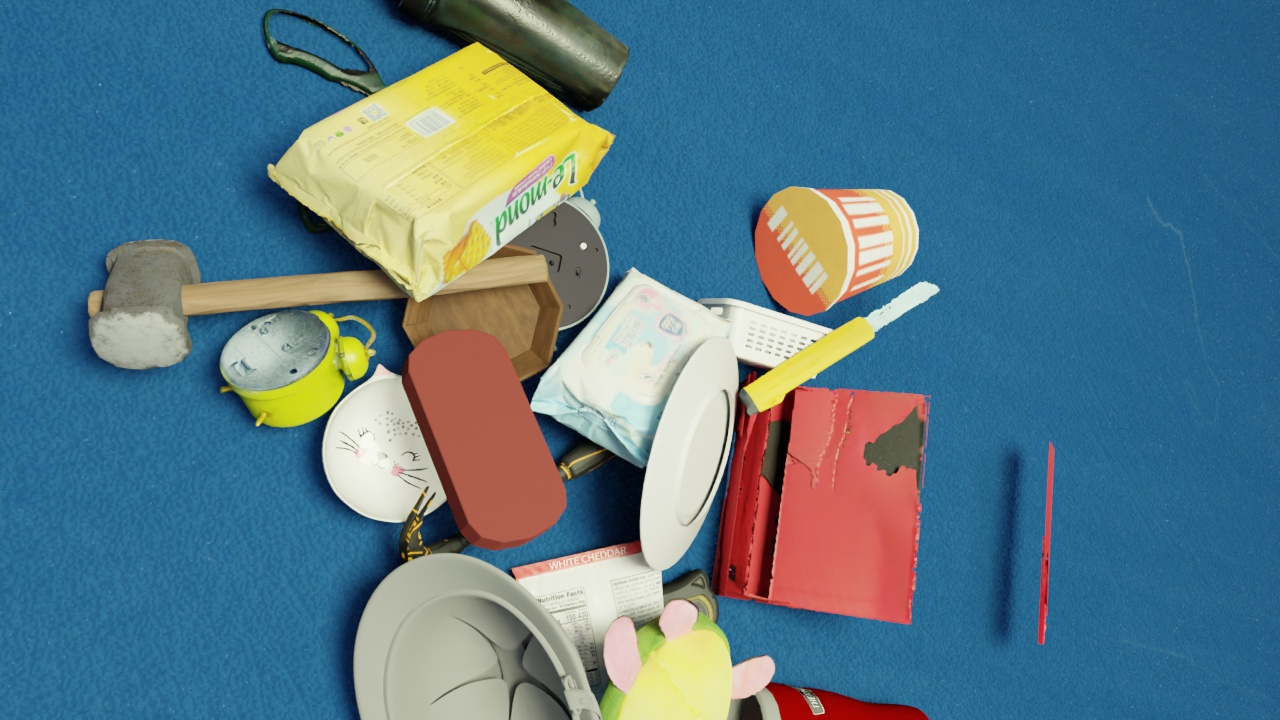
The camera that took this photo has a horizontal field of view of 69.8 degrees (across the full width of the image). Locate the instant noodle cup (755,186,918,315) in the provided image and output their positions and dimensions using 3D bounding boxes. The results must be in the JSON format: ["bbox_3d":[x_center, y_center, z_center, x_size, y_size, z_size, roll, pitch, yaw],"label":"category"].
[{"bbox_3d":[0.202,-0.118,0.921,0.120,0.124,0.123,-15,89,-33],"label":"instant noodle cup"}]

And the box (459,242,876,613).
[{"bbox_3d":[0.059,0.087,0.762,0.478,0.171,0.214,33,64,-58],"label":"box"}]

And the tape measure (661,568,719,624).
[{"bbox_3d":[0.040,0.228,0.838,0.061,0.034,0.061,-19,87,-13],"label":"tape measure"}]

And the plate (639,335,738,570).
[{"bbox_3d":[0.052,0.082,0.793,0.015,0.208,0.208,14,72,22],"label":"plate"}]

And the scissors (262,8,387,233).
[{"bbox_3d":[-0.249,-0.219,0.781,0.204,0.015,0.201,47,65,-11],"label":"scissors"}]

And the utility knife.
[{"bbox_3d":[0.188,-0.015,0.860,0.224,0.019,0.030,-32,80,-6],"label":"utility knife"}]

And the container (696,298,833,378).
[{"bbox_3d":[0.119,-0.019,0.888,0.129,0.081,0.049,15,88,-22],"label":"container"}]

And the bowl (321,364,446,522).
[{"bbox_3d":[-0.201,0.071,0.740,0.114,0.051,0.114,3,83,-26],"label":"bowl"}]

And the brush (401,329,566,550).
[{"bbox_3d":[-0.123,0.061,0.707,0.082,0.042,0.173,-15,73,-34],"label":"brush"}]

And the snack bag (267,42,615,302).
[{"bbox_3d":[-0.149,-0.164,0.726,0.159,0.068,0.246,36,52,12],"label":"snack bag"}]

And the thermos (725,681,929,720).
[{"bbox_3d":[0.173,0.364,0.857,0.198,0.084,0.108,16,93,-24],"label":"thermos"}]

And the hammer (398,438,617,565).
[{"bbox_3d":[-0.065,0.093,0.793,0.319,0.036,0.123,-33,131,-29],"label":"hammer"}]

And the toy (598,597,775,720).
[{"bbox_3d":[0.025,0.288,0.754,0.189,0.088,0.238,-34,126,-29],"label":"toy"}]

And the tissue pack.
[{"bbox_3d":[-0.005,0.005,0.791,0.112,0.070,0.181,32,48,4],"label":"tissue pack"}]

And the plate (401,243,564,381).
[{"bbox_3d":[-0.130,-0.037,0.760,0.131,0.025,0.131,-1,99,-7],"label":"plate"}]

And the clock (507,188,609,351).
[{"bbox_3d":[-0.090,-0.096,0.820,0.122,0.045,0.159,16,75,-22],"label":"clock"}]

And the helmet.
[{"bbox_3d":[-0.109,0.266,0.724,0.183,0.117,0.271,-18,94,11],"label":"helmet"}]

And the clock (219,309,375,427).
[{"bbox_3d":[-0.260,-0.001,0.704,0.118,0.057,0.083,-37,54,-26],"label":"clock"}]

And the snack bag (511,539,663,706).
[{"bbox_3d":[-0.034,0.237,0.795,0.130,0.039,0.144,-10,92,-13],"label":"snack bag"}]

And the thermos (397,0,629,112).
[{"bbox_3d":[-0.119,-0.306,0.811,0.220,0.098,0.098,28,72,-23],"label":"thermos"}]

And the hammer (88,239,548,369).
[{"bbox_3d":[-0.233,-0.054,0.693,0.328,0.052,0.098,-6,44,-14],"label":"hammer"}]
